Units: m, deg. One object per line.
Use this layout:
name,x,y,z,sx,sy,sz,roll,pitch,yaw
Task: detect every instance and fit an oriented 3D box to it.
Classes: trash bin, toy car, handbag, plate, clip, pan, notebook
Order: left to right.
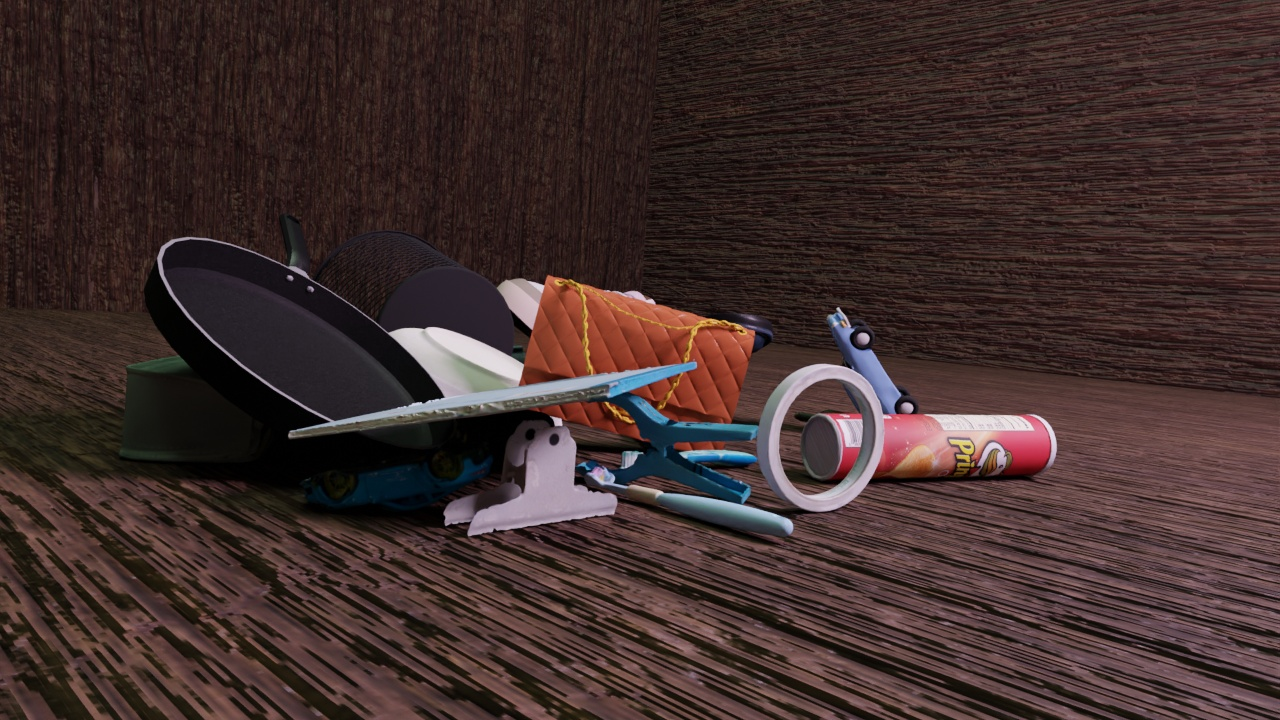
handbag,-0.289,0.030,0.643,0.106,0.067,0.122,5,4,-3
pan,-0.254,-0.035,0.686,0.225,0.034,0.356,33,11,-36
toy car,-0.134,0.067,0.510,0.105,0.032,0.048,-10,4,3
trash bin,-0.244,-0.040,0.994,0.183,0.184,0.210,2,10,-32
plate,-0.148,0.010,0.826,0.182,0.034,0.182,26,6,-3
notebook,-0.072,0.021,0.587,0.181,0.009,0.253,-8,1,14
clip,-0.050,0.065,0.496,0.101,0.060,0.052,-1,25,-45
handbag,-0.004,0.005,0.740,0.172,0.109,0.060,15,9,-3
clip,0.013,0.038,0.603,0.130,0.120,0.030,-9,-1,21
toy car,0.232,0.017,0.934,0.055,0.153,0.056,-32,7,11

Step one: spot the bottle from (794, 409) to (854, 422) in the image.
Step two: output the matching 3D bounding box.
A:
bottle,0.200,0.064,0.937,0.025,0.025,0.106,0,5,-41

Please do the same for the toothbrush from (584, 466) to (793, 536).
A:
toothbrush,0.025,0.083,0.544,0.155,0.016,0.022,8,-2,43

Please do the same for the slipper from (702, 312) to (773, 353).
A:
slipper,0.027,0.024,0.995,0.266,0.083,0.108,-19,-25,29

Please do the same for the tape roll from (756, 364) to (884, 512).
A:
tape roll,0.115,0.049,0.577,0.093,0.093,0.013,2,4,-29

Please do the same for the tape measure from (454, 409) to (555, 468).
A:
tape measure,-0.097,0.055,0.661,0.071,0.042,0.072,0,2,-8

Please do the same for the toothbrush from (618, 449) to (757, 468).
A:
toothbrush,0.038,0.074,0.690,0.135,0.017,0.022,1,2,-38

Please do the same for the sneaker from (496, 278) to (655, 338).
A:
sneaker,-0.055,-0.051,1.105,0.112,0.116,0.293,36,3,37

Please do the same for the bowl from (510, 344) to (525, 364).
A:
bowl,-0.173,0.009,1.128,0.137,0.057,0.137,4,4,0

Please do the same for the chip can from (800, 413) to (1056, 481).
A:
chip can,0.230,0.068,0.724,0.214,0.052,0.052,2,5,-24

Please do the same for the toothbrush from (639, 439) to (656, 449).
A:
toothbrush,-0.005,0.061,0.844,0.014,0.014,0.168,38,-1,-13
